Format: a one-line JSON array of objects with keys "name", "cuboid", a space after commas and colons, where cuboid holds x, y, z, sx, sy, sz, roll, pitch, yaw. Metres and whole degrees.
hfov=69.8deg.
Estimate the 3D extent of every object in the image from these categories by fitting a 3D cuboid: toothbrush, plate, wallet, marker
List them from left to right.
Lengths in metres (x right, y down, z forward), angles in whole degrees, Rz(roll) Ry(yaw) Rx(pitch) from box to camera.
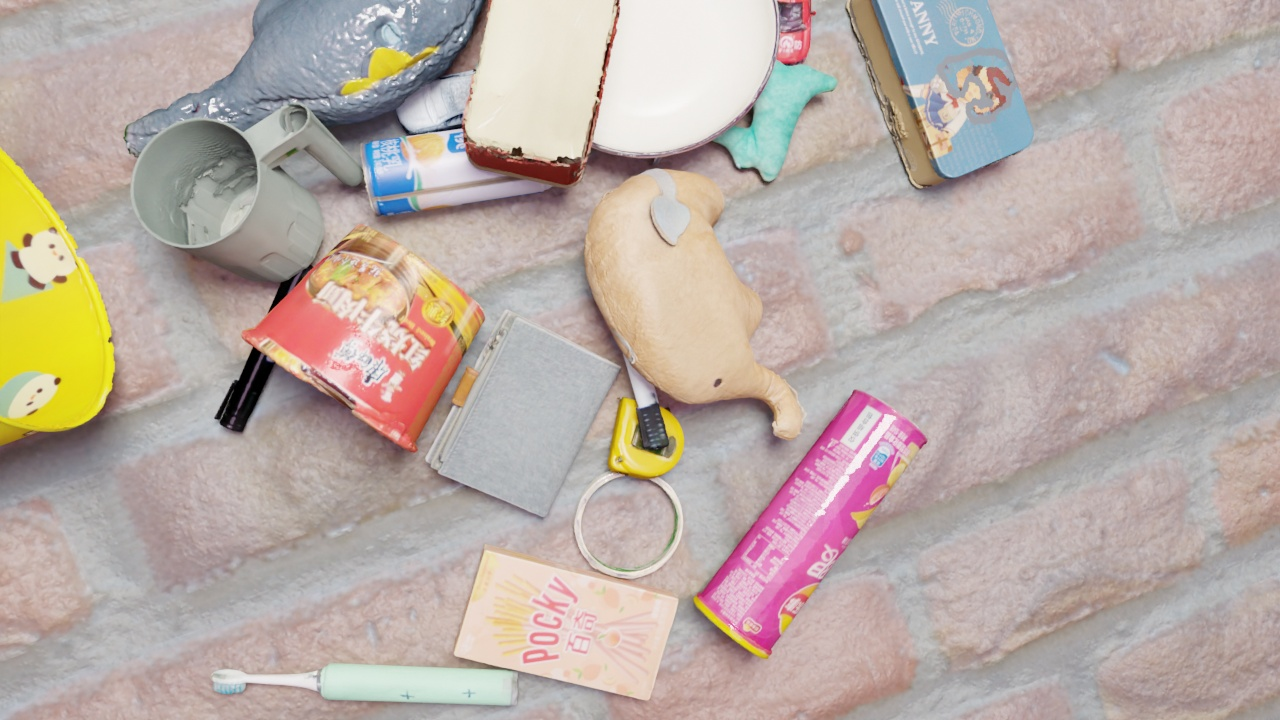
[{"name": "marker", "cuboid": [-0.271, -0.012, 0.666, 0.022, 0.020, 0.132, 25, 90, 1]}, {"name": "toothbrush", "cuboid": [-0.203, 0.242, 0.686, 0.224, 0.026, 0.027, 6, 114, -9]}, {"name": "wallet", "cuboid": [-0.089, 0.039, 0.689, 0.106, 0.037, 0.129, 27, 90, -20]}, {"name": "marker", "cuboid": [-0.004, 0.004, 0.691, 0.022, 0.018, 0.130, -14, 77, -9]}, {"name": "plate", "cuboid": [0.004, -0.238, 0.674, 0.192, 0.039, 0.192, 0, 85, 1]}]

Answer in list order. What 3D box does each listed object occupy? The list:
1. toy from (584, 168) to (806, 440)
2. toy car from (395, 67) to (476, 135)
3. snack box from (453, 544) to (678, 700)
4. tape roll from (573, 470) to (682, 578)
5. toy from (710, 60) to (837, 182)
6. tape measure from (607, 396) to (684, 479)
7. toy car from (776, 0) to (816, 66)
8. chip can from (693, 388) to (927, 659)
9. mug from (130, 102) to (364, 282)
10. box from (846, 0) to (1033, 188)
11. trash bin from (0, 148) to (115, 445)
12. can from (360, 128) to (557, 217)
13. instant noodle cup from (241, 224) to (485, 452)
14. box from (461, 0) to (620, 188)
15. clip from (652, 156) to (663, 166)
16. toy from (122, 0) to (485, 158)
[{"name": "toy", "cuboid": [0.040, -0.031, 0.676, 0.143, 0.083, 0.226, -28, 97, -29]}, {"name": "toy car", "cuboid": [-0.134, -0.190, 0.671, 0.090, 0.034, 0.043, -14, 98, -6]}, {"name": "snack box", "cuboid": [-0.057, 0.202, 0.708, 0.157, 0.026, 0.084, 16, 90, -10]}, {"name": "tape roll", "cuboid": [-0.010, 0.127, 0.717, 0.085, 0.014, 0.086, 0, 93, -9]}, {"name": "toy", "cuboid": [0.095, -0.184, 0.702, 0.096, 0.030, 0.092, 11, 109, -12]}, {"name": "tape measure", "cuboid": [0.005, 0.061, 0.701, 0.057, 0.029, 0.060, 15, 73, -10]}, {"name": "toy car", "cuboid": [0.106, -0.283, 0.698, 0.053, 0.045, 0.120, -2, 95, -8]}, {"name": "chip can", "cuboid": [0.132, 0.125, 0.711, 0.071, 0.071, 0.210, 39, 86, -9]}, {"name": "mug", "cuboid": [-0.251, -0.111, 0.609, 0.124, 0.103, 0.083, -32, 80, -2]}, {"name": "box", "cuboid": [0.229, -0.232, 0.713, 0.089, 0.059, 0.184, -26, 98, -8]}, {"name": "trash bin", "cuboid": [-0.501, -0.011, 0.536, 0.255, 0.229, 0.229, -25, 97, -1]}, {"name": "can", "cuboid": [-0.129, -0.140, 0.663, 0.134, 0.053, 0.053, -10, 95, -8]}, {"name": "instant noodle cup", "cuboid": [-0.181, -0.019, 0.629, 0.138, 0.138, 0.108, 36, 78, -9]}, {"name": "box", "cuboid": [-0.064, -0.209, 0.609, 0.091, 0.077, 0.168, 11, 85, -6]}, {"name": "clip", "cuboid": [0.023, -0.175, 0.701, 0.057, 0.024, 0.029, -41, 95, -1]}, {"name": "toy", "cuboid": [-0.190, -0.238, 0.625, 0.356, 0.091, 0.138, -45, 79, -5]}]
